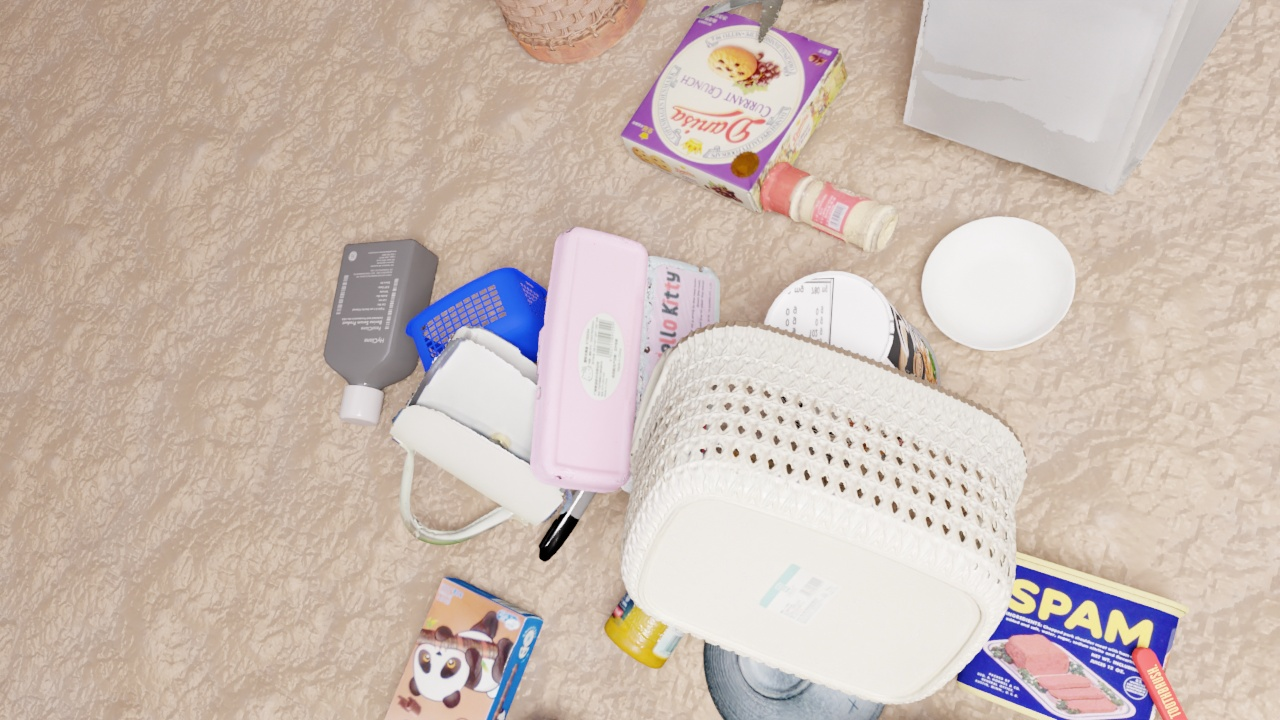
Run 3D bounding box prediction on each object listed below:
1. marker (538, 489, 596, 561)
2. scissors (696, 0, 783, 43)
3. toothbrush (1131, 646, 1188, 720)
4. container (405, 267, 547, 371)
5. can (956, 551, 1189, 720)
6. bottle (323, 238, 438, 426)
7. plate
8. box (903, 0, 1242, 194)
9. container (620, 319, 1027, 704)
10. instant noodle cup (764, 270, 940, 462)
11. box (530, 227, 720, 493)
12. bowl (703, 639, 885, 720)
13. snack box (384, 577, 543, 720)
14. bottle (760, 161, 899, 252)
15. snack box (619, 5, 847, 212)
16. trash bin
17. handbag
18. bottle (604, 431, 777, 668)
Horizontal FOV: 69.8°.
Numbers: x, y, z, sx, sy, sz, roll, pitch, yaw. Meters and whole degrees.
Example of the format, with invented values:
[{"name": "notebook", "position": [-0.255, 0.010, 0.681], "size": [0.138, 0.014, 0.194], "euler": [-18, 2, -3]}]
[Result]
[{"name": "marker", "position": [-0.045, 0.104, 0.752], "size": [0.016, 0.022, 0.138], "euler": [30, 86, 33]}, {"name": "scissors", "position": [0.135, -0.359, 0.822], "size": [0.201, 0.015, 0.202], "euler": [-17, 57, -1]}, {"name": "toothbrush", "position": [0.330, 0.262, 0.508], "size": [0.012, 0.018, 0.212], "euler": [-23, 81, -1]}, {"name": "container", "position": [-0.132, -0.020, 0.792], "size": [0.114, 0.096, 0.058], "euler": [-29, 68, 11]}, {"name": "can", "position": [0.266, 0.180, 0.575], "size": [0.116, 0.056, 0.092], "euler": [15, 80, 26]}, {"name": "bottle", "position": [-0.251, -0.025, 0.870], "size": [0.084, 0.046, 0.173], "euler": [-1, 72, 23]}, {"name": "plate", "position": [0.261, -0.053, 0.674], "size": [0.104, 0.026, 0.104], "euler": [-7, 70, 20]}, {"name": "box", "position": [0.372, -0.255, 0.743], "size": [0.167, 0.420, 0.174], "euler": [31, 121, 28]}, {"name": "container", "position": [0.105, 0.096, 0.562], "size": [0.246, 0.185, 0.142], "euler": [20, 38, 1]}, {"name": "instant noodle cup", "position": [0.143, -0.001, 0.651], "size": [0.124, 0.121, 0.123], "euler": [-7, 69, 20]}, {"name": "box", "position": [-0.004, 0.004, 0.708], "size": [0.152, 0.038, 0.201], "euler": [10, 73, -20]}, {"name": "bowl", "position": [0.101, 0.206, 0.635], "size": [0.137, 0.057, 0.137], "euler": [-8, 69, 20]}, {"name": "snack box", "position": [-0.146, 0.261, 0.734], "size": [0.087, 0.034, 0.151], "euler": [17, 80, 27]}, {"name": "bottle", "position": [0.150, -0.122, 0.736], "size": [0.109, 0.044, 0.044], "euler": [30, 85, 28]}, {"name": "snack box", "position": [0.080, -0.221, 0.800], "size": [0.143, 0.040, 0.148], "euler": [30, 85, 29]}, {"name": "trash bin", "position": [-0.097, -0.394, 0.839], "size": [0.151, 0.210, 0.151], "euler": [-7, 70, 21]}, {"name": "handbag", "position": [-0.130, 0.081, 0.730], "size": [0.151, 0.074, 0.176], "euler": [36, 101, -10]}, {"name": "bottle", "position": [0.045, 0.137, 0.685], "size": [0.053, 0.053, 0.186], "euler": [33, 87, 28]}]
